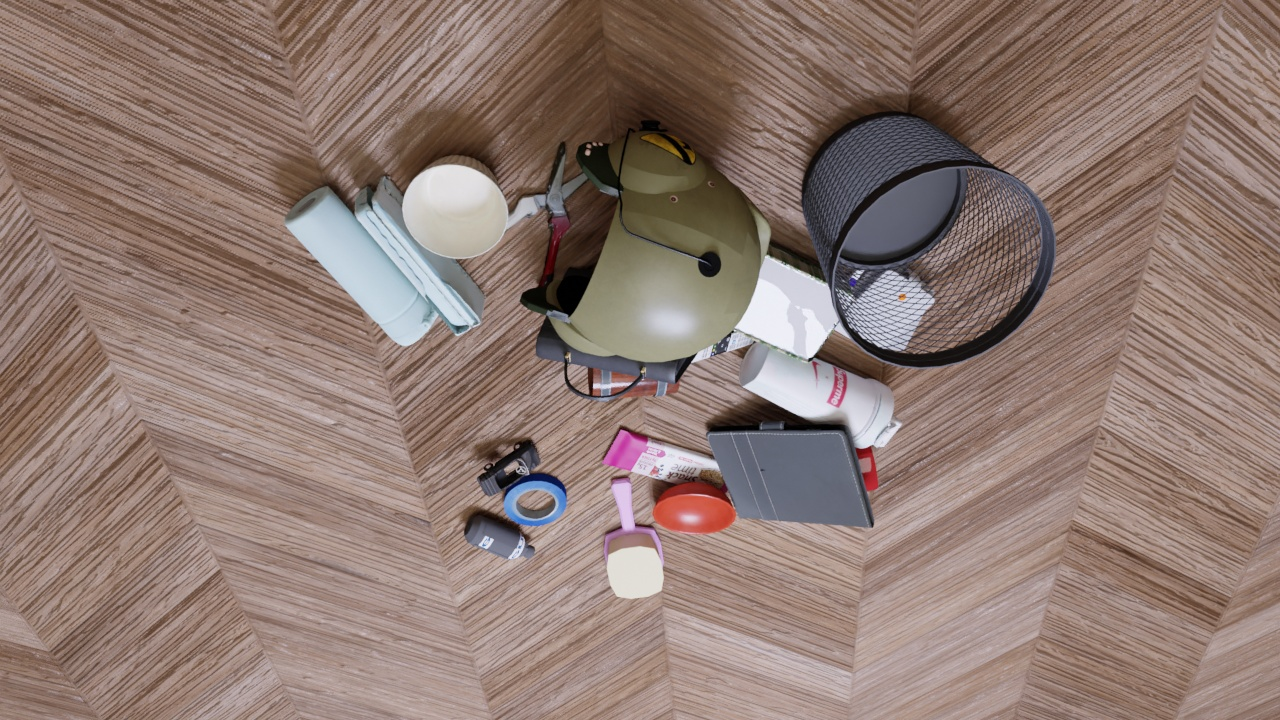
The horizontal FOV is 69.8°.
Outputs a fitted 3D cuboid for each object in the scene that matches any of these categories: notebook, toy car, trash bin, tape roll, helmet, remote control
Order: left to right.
[{"bbox_3d":[-0.181,0.153,1.280,0.092,0.037,0.040,-35,127,-20],"label":"toy car"},{"bbox_3d":[-0.155,0.206,1.350,0.091,0.016,0.093,3,126,-7],"label":"tape roll"},{"bbox_3d":[0.015,-0.116,0.965,0.233,0.255,0.251,18,122,-13],"label":"helmet"},{"bbox_3d":[0.101,-0.022,1.170,0.124,0.012,0.028,-17,134,-37],"label":"remote control"},{"bbox_3d":[0.204,0.156,1.262,0.209,0.029,0.169,-4,118,34],"label":"notebook"},{"bbox_3d":[0.289,-0.143,0.989,0.218,0.227,0.218,-1,122,-2],"label":"trash bin"}]

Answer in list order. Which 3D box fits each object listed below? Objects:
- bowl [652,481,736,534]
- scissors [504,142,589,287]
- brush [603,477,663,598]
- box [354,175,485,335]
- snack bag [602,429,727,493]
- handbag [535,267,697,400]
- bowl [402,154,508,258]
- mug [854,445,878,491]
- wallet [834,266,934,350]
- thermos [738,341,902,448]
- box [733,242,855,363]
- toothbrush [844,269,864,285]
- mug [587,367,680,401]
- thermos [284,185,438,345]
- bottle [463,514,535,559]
[{"bbox_3d":[0.079,0.213,1.351,0.122,0.035,0.122,3,142,2],"label":"bowl"},{"bbox_3d":[-0.127,-0.160,1.084,0.179,0.015,0.199,-6,126,0],"label":"scissors"},{"bbox_3d":[-0.015,0.274,1.396,0.089,0.043,0.229,-8,127,1],"label":"brush"},{"bbox_3d":[-0.256,-0.116,1.068,0.067,0.083,0.199,-14,128,27],"label":"box"},{"bbox_3d":[0.048,0.152,1.328,0.196,0.016,0.070,18,124,-17],"label":"snack bag"},{"bbox_3d":[-0.031,-0.015,1.056,0.176,0.195,0.072,11,127,12],"label":"handbag"},{"bbox_3d":[-0.206,-0.180,1.033,0.115,0.062,0.115,-2,127,-3],"label":"bowl"},{"bbox_3d":[0.282,0.163,1.314,0.096,0.080,0.116,-13,120,5],"label":"mug"},{"bbox_3d":[0.320,-0.063,1.180,0.115,0.037,0.119,28,123,-23],"label":"wallet"},{"bbox_3d":[0.241,0.047,1.220,0.220,0.099,0.100,23,121,-16],"label":"thermos"},{"bbox_3d":[0.152,-0.085,1.133,0.205,0.050,0.118,21,119,-13],"label":"box"},{"bbox_3d":[0.263,-0.098,1.163,0.016,0.015,0.187,27,119,-20],"label":"toothbrush"},{"bbox_3d":[-0.007,0.007,1.164,0.111,0.081,0.117,-1,167,-8],"label":"mug"},{"bbox_3d":[-0.322,-0.104,1.077,0.078,0.065,0.207,-12,130,33],"label":"thermos"},{"bbox_3d":[-0.209,0.269,1.375,0.112,0.047,0.047,29,119,-24],"label":"bottle"}]
